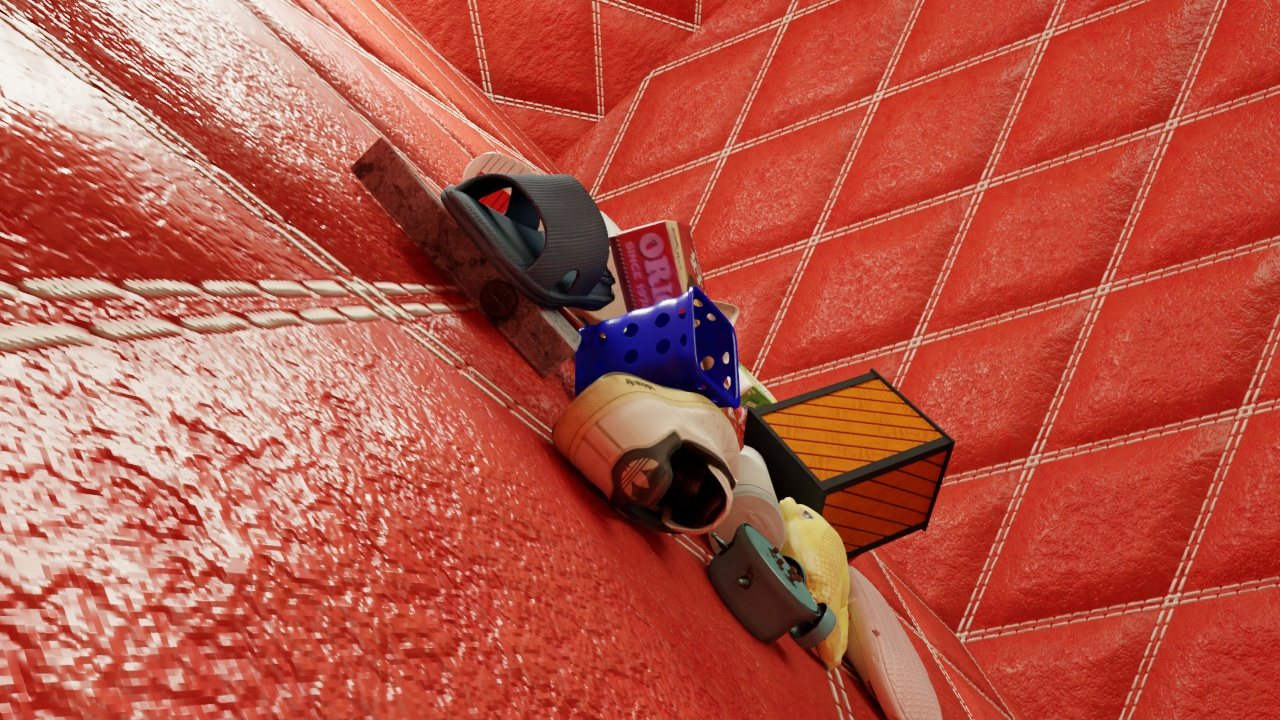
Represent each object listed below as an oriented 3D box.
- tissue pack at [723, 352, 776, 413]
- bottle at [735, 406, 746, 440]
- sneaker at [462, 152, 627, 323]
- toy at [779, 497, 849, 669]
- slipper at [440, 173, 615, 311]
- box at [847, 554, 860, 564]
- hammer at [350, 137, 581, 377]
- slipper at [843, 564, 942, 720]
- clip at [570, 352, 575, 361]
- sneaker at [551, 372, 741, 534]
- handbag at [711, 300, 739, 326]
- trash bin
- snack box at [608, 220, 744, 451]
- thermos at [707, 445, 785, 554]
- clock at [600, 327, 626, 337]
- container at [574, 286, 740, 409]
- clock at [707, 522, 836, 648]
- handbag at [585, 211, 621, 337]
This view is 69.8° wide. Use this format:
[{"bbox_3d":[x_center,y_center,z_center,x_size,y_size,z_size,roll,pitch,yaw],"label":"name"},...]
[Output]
[{"bbox_3d":[0.146,0.092,1.265,0.197,0.120,0.141,27,23,-55],"label":"tissue pack"},{"bbox_3d":[0.146,0.104,1.135,0.137,0.062,0.062,44,8,-19],"label":"bottle"},{"bbox_3d":[-0.109,-0.129,1.044,0.236,0.090,0.104,40,-13,-9],"label":"sneaker"},{"bbox_3d":[0.163,0.202,0.856,0.170,0.065,0.154,20,53,-73],"label":"toy"},{"bbox_3d":[-0.061,-0.098,0.744,0.101,0.083,0.263,54,12,14],"label":"slipper"},{"bbox_3d":[0.287,0.177,1.208,0.127,0.157,0.137,48,7,-36],"label":"box"},{"bbox_3d":[-0.128,-0.113,0.836,0.217,0.037,0.300,47,12,-10],"label":"hammer"},{"bbox_3d":[0.236,0.290,0.920,0.107,0.056,0.221,44,17,-23],"label":"slipper"},{"bbox_3d":[-0.035,0.015,0.894,0.076,0.023,0.061,47,8,9],"label":"clip"},{"bbox_3d":[0.035,0.080,0.660,0.102,0.089,0.241,42,7,30],"label":"sneaker"},{"bbox_3d":[0.016,-0.056,1.293,0.198,0.062,0.176,27,-26,-3],"label":"handbag"},{"bbox_3d":[0.223,0.124,1.030,0.139,0.171,0.140,51,-32,44],"label":"trash bin"},{"bbox_3d":[0.038,-0.012,0.877,0.113,0.060,0.236,-21,98,-75],"label":"snack box"},{"bbox_3d":[0.096,0.132,0.872,0.068,0.068,0.230,48,7,-2],"label":"thermos"},{"bbox_3d":[-0.006,0.006,0.951,0.083,0.057,0.119,51,1,-29],"label":"clock"},{"bbox_3d":[0.013,0.004,0.766,0.084,0.114,0.085,41,40,-47],"label":"container"},{"bbox_3d":[0.103,0.178,0.710,0.124,0.053,0.090,44,9,-33],"label":"clock"},{"bbox_3d":[-0.050,-0.099,1.164,0.198,0.096,0.141,50,22,8],"label":"handbag"}]
